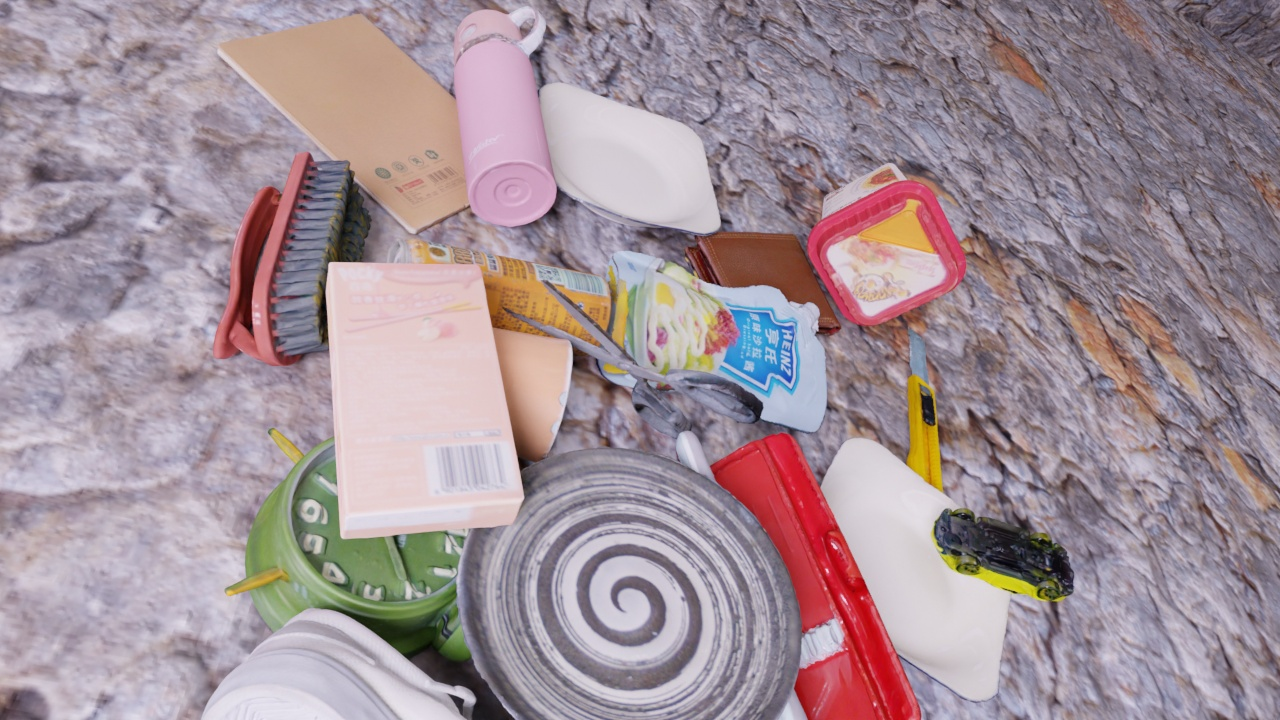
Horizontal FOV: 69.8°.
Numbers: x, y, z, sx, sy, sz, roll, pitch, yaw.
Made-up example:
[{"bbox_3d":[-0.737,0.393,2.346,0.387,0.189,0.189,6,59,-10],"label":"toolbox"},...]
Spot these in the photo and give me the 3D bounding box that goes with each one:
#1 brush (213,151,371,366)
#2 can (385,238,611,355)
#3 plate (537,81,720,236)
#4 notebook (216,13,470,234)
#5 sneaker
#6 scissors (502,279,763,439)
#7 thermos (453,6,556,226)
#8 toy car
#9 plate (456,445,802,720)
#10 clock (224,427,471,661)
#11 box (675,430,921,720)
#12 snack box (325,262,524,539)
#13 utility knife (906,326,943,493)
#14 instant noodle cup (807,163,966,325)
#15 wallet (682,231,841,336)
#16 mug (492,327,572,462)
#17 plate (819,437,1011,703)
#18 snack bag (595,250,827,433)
[{"bbox_3d":[-0.211,-0.056,0.553,0.069,0.063,0.145,-4,51,2],"label":"brush"},{"bbox_3d":[-0.094,-0.041,0.611,0.146,0.058,0.058,9,49,-27],"label":"can"},{"bbox_3d":[-0.015,-0.164,0.788,0.163,0.034,0.164,13,45,-21],"label":"plate"},{"bbox_3d":[-0.199,-0.192,0.715,0.207,0.008,0.147,42,42,6],"label":"notebook"},{"bbox_3d":[-0.075,0.201,0.400,0.242,0.089,0.090,44,9,-9],"label":"sneaker"},{"bbox_3d":[-0.004,0.005,0.576,0.160,0.181,0.014,9,63,31],"label":"scissors"},{"bbox_3d":[-0.103,-0.202,0.719,0.067,0.087,0.198,40,30,-47],"label":"thermos"},{"bbox_3d":[0.254,0.140,0.650,0.105,0.032,0.048,19,44,-4],"label":"toy car"},{"bbox_3d":[-0.004,0.121,0.464,0.179,0.024,0.179,11,47,-12],"label":"plate"},{"bbox_3d":[-0.121,0.096,0.475,0.161,0.056,0.116,16,47,-22],"label":"clock"},{"bbox_3d":[0.077,0.131,0.537,0.100,0.095,0.201,41,24,-55],"label":"box"},{"bbox_3d":[-0.116,0.014,0.476,0.084,0.026,0.157,-1,53,-21],"label":"snack box"},{"bbox_3d":[0.242,0.044,0.789,0.033,0.015,0.222,28,42,-13],"label":"utility knife"},{"bbox_3d":[0.218,-0.113,0.836,0.116,0.116,0.124,54,23,-24],"label":"instant noodle cup"},{"bbox_3d":[0.107,-0.063,0.786,0.124,0.032,0.101,-4,58,-35],"label":"wallet"},{"bbox_3d":[-0.110,0.011,0.548,0.122,0.078,0.078,14,47,-16],"label":"mug"},{"bbox_3d":[0.185,0.145,0.647,0.163,0.034,0.163,37,42,1],"label":"plate"},{"bbox_3d":[0.061,-0.014,0.693,0.191,0.039,0.110,13,62,-22],"label":"snack bag"}]
